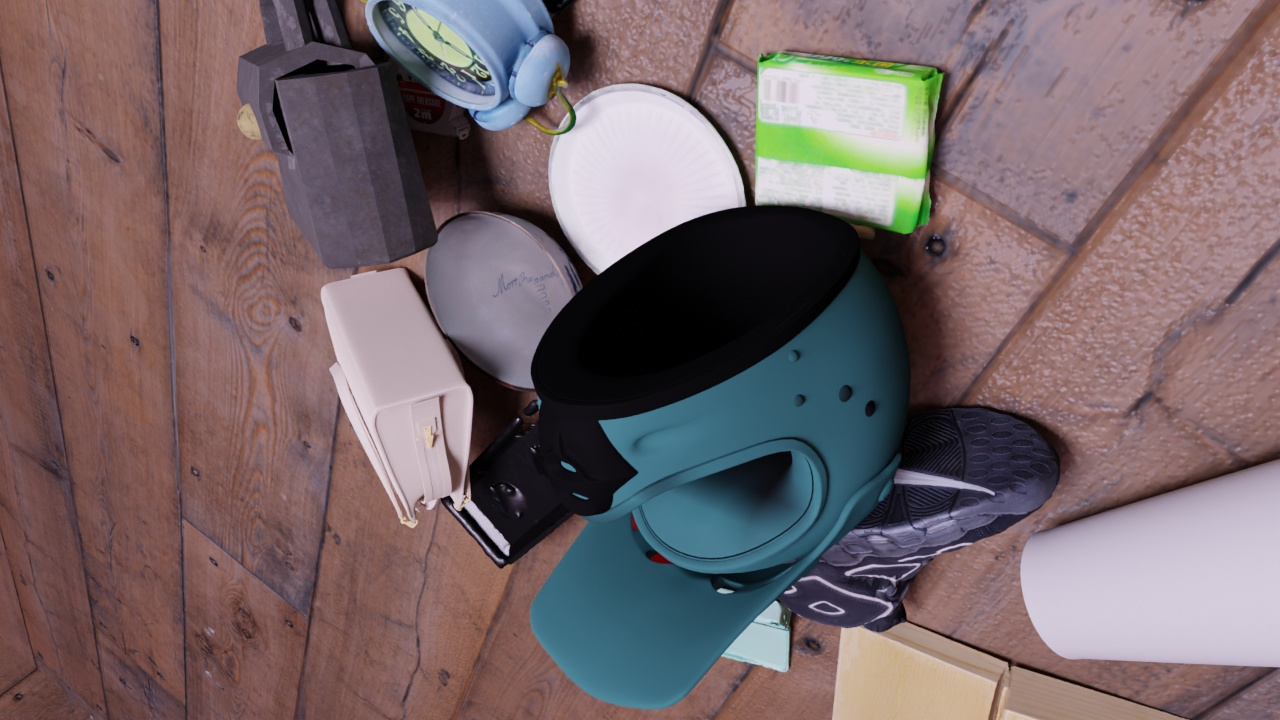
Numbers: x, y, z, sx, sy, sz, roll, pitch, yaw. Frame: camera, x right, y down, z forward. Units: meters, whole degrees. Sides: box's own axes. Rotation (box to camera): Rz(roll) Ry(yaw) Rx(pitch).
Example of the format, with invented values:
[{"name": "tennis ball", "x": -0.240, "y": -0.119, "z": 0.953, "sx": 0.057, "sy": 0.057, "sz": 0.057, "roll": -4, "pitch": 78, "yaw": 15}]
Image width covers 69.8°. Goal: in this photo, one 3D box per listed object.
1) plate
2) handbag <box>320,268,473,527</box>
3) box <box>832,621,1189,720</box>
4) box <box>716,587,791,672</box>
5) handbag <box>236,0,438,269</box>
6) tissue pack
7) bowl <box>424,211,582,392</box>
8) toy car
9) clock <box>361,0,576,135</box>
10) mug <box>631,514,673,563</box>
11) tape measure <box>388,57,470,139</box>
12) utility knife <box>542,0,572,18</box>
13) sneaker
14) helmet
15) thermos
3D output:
[{"name": "plate", "x": 0.004, "y": -0.115, "z": 0.640, "sx": 0.157, "sy": 0.014, "sz": 0.157, "roll": 17, "pitch": 127, "yaw": 24}, {"name": "handbag", "x": -0.207, "y": 0.051, "z": 0.804, "sx": 0.194, "sy": 0.101, "sz": 0.198, "roll": 52, "pitch": 150, "yaw": 42}, {"name": "box", "x": 0.273, "y": 0.334, "z": 0.731, "sx": 0.254, "sy": 0.067, "sz": 0.247, "roll": 19, "pitch": 126, "yaw": 31}, {"name": "box", "x": 0.038, "y": 0.215, "z": 0.799, "sx": 0.187, "sy": 0.052, "sz": 0.139, "roll": 11, "pitch": 152, "yaw": 19}, {"name": "handbag", "x": -0.231, "y": -0.181, "z": 0.647, "sx": 0.197, "sy": 0.102, "sz": 0.199, "roll": 34, "pitch": 136, "yaw": 57}, {"name": "tissue pack", "x": 0.117, "y": -0.127, "z": 0.542, "sx": 0.114, "sy": 0.034, "sz": 0.100, "roll": 16, "pitch": 127, "yaw": 26}, {"name": "bowl", "x": -0.094, "y": -0.053, "z": 0.718, "sx": 0.151, "sy": 0.056, "sz": 0.151, "roll": 17, "pitch": 126, "yaw": 25}, {"name": "toy car", "x": -0.089, "y": 0.098, "z": 0.803, "sx": 0.094, "sy": 0.071, "sz": 0.192, "roll": 47, "pitch": 133, "yaw": 1}, {"name": "clock", "x": -0.105, "y": -0.208, "z": 0.599, "sx": 0.162, "sy": 0.060, "sz": 0.118, "roll": 36, "pitch": 164, "yaw": -19}, {"name": "mug", "x": 0.029, "y": 0.118, "z": 0.736, "sx": 0.088, "sy": 0.087, "sz": 0.114, "roll": 13, "pitch": 106, "yaw": 17}, {"name": "tape measure", "x": -0.158, "y": -0.202, "z": 0.690, "sx": 0.060, "sy": 0.020, "sz": 0.062, "roll": 16, "pitch": 125, "yaw": 26}, {"name": "utility knife", "x": -0.016, "y": -0.264, "z": 0.555, "sx": 0.173, "sy": 0.020, "sz": 0.029, "roll": -32, "pitch": 96, "yaw": 44}, {"name": "sneaker", "x": 0.175, "y": 0.130, "z": 0.637, "sx": 0.253, "sy": 0.097, "sz": 0.151, "roll": -18, "pitch": 123, "yaw": 34}, {"name": "helmet", "x": 0.045, "y": 0.048, "z": 0.533, "sx": 0.177, "sy": 0.273, "sz": 0.200, "roll": 16, "pitch": 133, "yaw": 39}, {"name": "thermos", "x": 0.331, "y": 0.114, "z": 0.500, "sx": 0.131, "sy": 0.131, "sz": 0.222, "roll": 53, "pitch": 140, "yaw": -7}]
